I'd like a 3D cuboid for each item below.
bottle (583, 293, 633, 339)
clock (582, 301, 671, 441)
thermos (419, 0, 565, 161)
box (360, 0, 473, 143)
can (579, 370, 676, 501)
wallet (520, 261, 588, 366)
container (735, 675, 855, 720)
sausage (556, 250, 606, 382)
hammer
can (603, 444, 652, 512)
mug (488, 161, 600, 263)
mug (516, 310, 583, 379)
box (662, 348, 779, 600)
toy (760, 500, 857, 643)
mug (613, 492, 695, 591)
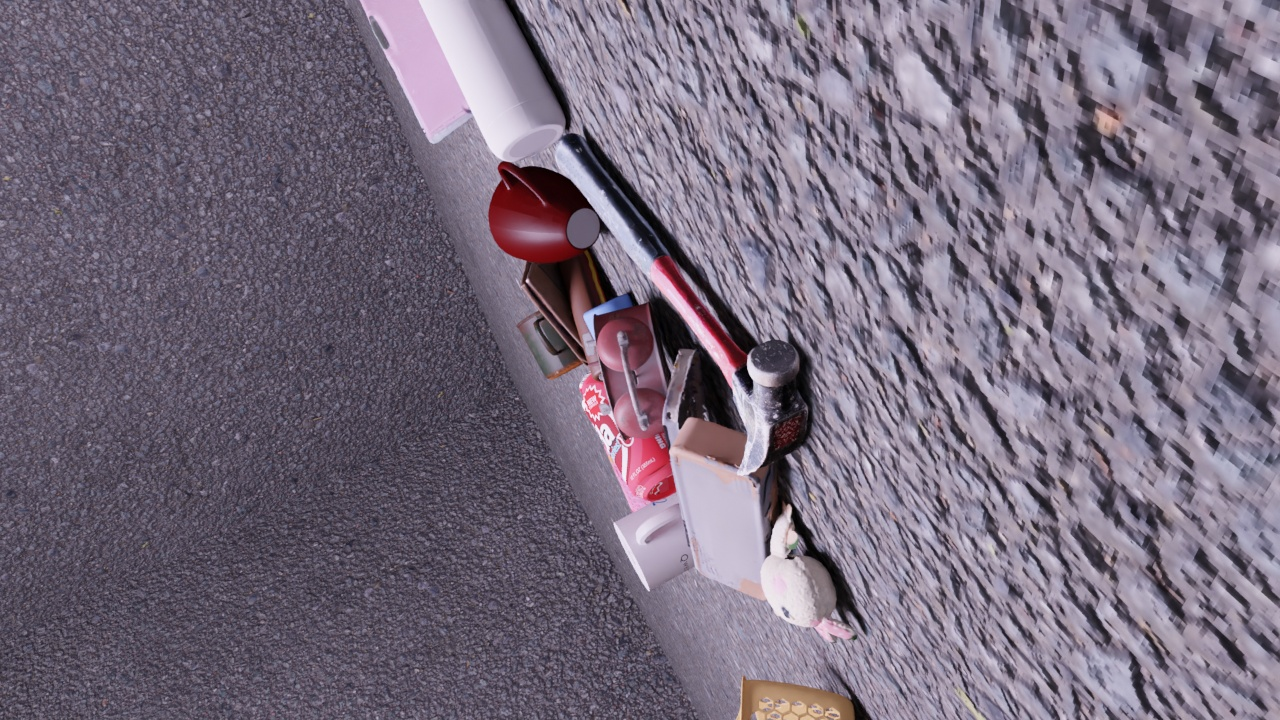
[{"bbox_3d":[-0.005,0.005,0.866,0.131,0.048,0.048,64,170,-5],"label":"bottle"},{"bbox_3d":[-0.010,0.012,0.752,0.156,0.062,0.110,-66,-37,-84],"label":"clock"},{"bbox_3d":[-0.136,-0.286,0.755,0.230,0.068,0.101,63,161,5],"label":"thermos"},{"bbox_3d":[-0.214,-0.330,0.906,0.232,0.106,0.099,63,171,3],"label":"box"},{"bbox_3d":[-0.004,0.071,0.946,0.142,0.074,0.074,58,169,26],"label":"can"},{"bbox_3d":[-0.078,-0.062,0.957,0.121,0.027,0.098,52,-158,-27],"label":"wallet"},{"bbox_3d":[0.109,0.370,0.813,0.183,0.167,0.129,72,-161,-45],"label":"container"},{"bbox_3d":[-0.049,-0.050,0.923,0.040,0.040,0.155,92,160,-70],"label":"sausage"},{"bbox_3d":[0.017,-0.057,0.652,0.326,0.036,0.141,56,166,37],"label":"hammer"},{"bbox_3d":[0.008,0.132,1.064,0.124,0.066,0.066,68,169,-25],"label":"can"},{"bbox_3d":[-0.083,-0.134,0.814,0.088,0.087,0.114,24,161,47],"label":"mug"},{"bbox_3d":[-0.101,-0.026,1.133,0.081,0.085,0.111,62,-167,-1],"label":"mug"},{"bbox_3d":[0.071,0.097,0.752,0.115,0.095,0.217,23,150,25],"label":"box"},{"bbox_3d":[0.117,0.165,0.679,0.112,0.050,0.087,58,169,4],"label":"toy"},{"bbox_3d":[0.032,0.184,0.991,0.083,0.096,0.120,59,169,25],"label":"mug"}]
